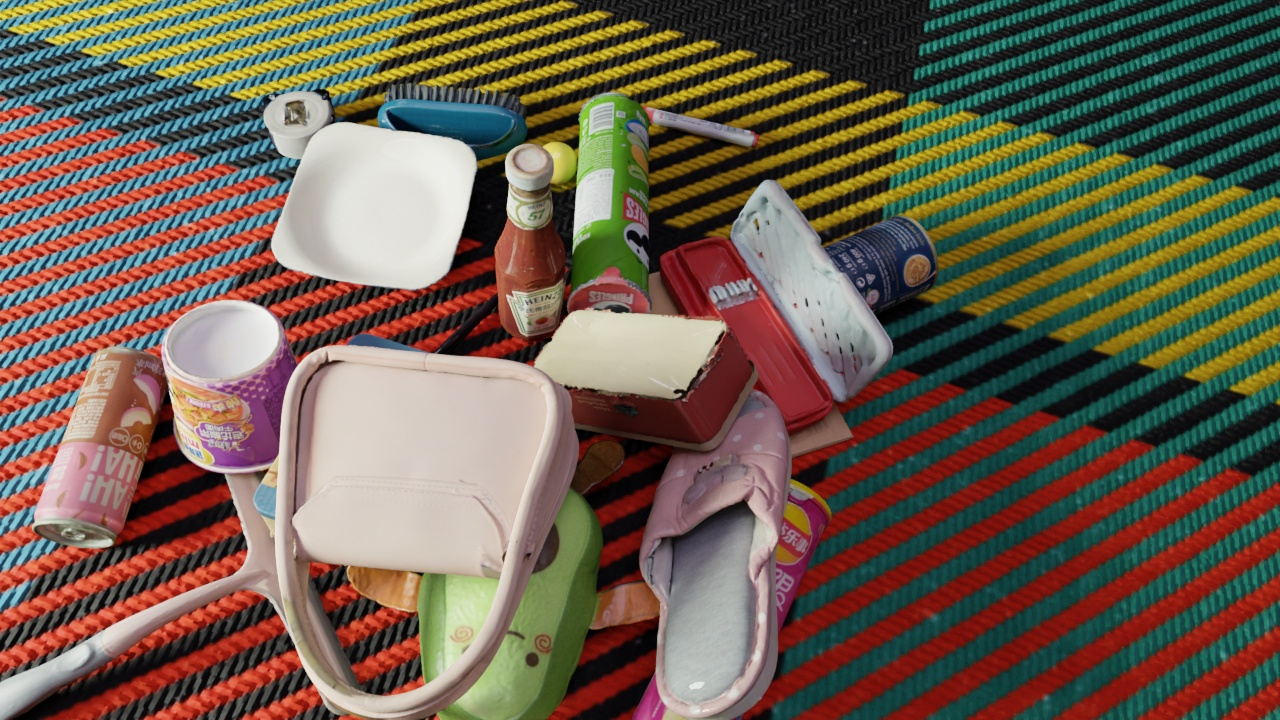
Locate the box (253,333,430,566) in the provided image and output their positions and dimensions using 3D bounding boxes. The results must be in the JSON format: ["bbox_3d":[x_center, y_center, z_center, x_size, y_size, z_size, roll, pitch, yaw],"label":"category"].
[{"bbox_3d":[-0.214,0.062,0.712,0.090,0.061,0.183,15,58,4],"label":"box"}]

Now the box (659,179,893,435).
[{"bbox_3d":[0.110,-0.047,0.775,0.118,0.098,0.201,-19,63,-19],"label":"box"}]

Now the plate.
[{"bbox_3d":[-0.237,-0.136,0.835,0.163,0.034,0.164,10,68,3],"label":"plate"}]

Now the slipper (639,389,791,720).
[{"bbox_3d":[0.052,0.116,0.644,0.114,0.054,0.273,-22,36,28],"label":"slipper"}]

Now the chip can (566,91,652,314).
[{"bbox_3d":[-0.026,-0.140,0.833,0.072,0.072,0.235,3,56,-4],"label":"chip can"}]

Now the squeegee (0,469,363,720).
[{"bbox_3d":[-0.357,0.195,0.640,0.249,0.040,0.247,-27,66,-18],"label":"squeegee"}]

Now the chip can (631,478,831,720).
[{"bbox_3d":[0.068,0.187,0.663,0.071,0.071,0.210,26,62,10],"label":"chip can"}]

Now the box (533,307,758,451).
[{"bbox_3d":[-0.004,0.004,0.712,0.169,0.076,0.091,6,52,40],"label":"box"}]

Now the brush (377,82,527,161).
[{"bbox_3d":[-0.182,-0.224,0.887,0.144,0.055,0.073,3,59,-4],"label":"brush"}]

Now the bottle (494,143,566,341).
[{"bbox_3d":[-0.087,-0.089,0.730,0.060,0.206,0.059,3,60,-5],"label":"bottle"}]

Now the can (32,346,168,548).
[{"bbox_3d":[-0.407,0.064,0.699,0.058,0.058,0.147,4,60,-3],"label":"can"}]

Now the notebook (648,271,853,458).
[{"bbox_3d":[0.074,-0.001,0.806,0.149,0.012,0.211,-16,63,-15],"label":"notebook"}]

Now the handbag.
[{"bbox_3d":[-0.148,0.111,0.599,0.193,0.093,0.233,3,66,9],"label":"handbag"}]

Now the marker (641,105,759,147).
[{"bbox_3d":[0.050,-0.242,0.940,0.145,0.017,0.017,14,60,3],"label":"marker"}]

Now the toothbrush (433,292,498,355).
[{"bbox_3d":[-0.132,-0.055,0.817,0.018,0.016,0.180,29,61,18],"label":"toothbrush"}]

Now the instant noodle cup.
[{"bbox_3d":[-0.310,0.015,0.702,0.111,0.099,0.111,4,50,-5],"label":"instant noodle cup"}]

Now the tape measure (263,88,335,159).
[{"bbox_3d":[-0.329,-0.229,0.890,0.065,0.034,0.066,-12,61,-10],"label":"tape measure"}]

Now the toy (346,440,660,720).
[{"bbox_3d":[-0.092,0.155,0.656,0.227,0.090,0.246,4,57,1],"label":"toy"}]

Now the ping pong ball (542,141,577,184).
[{"bbox_3d":[-0.081,-0.190,0.885,0.040,0.040,0.040,2,60,-4],"label":"ping pong ball"}]

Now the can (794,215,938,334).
[{"bbox_3d":[0.198,-0.076,0.823,0.111,0.075,0.075,-24,65,-17],"label":"can"}]
